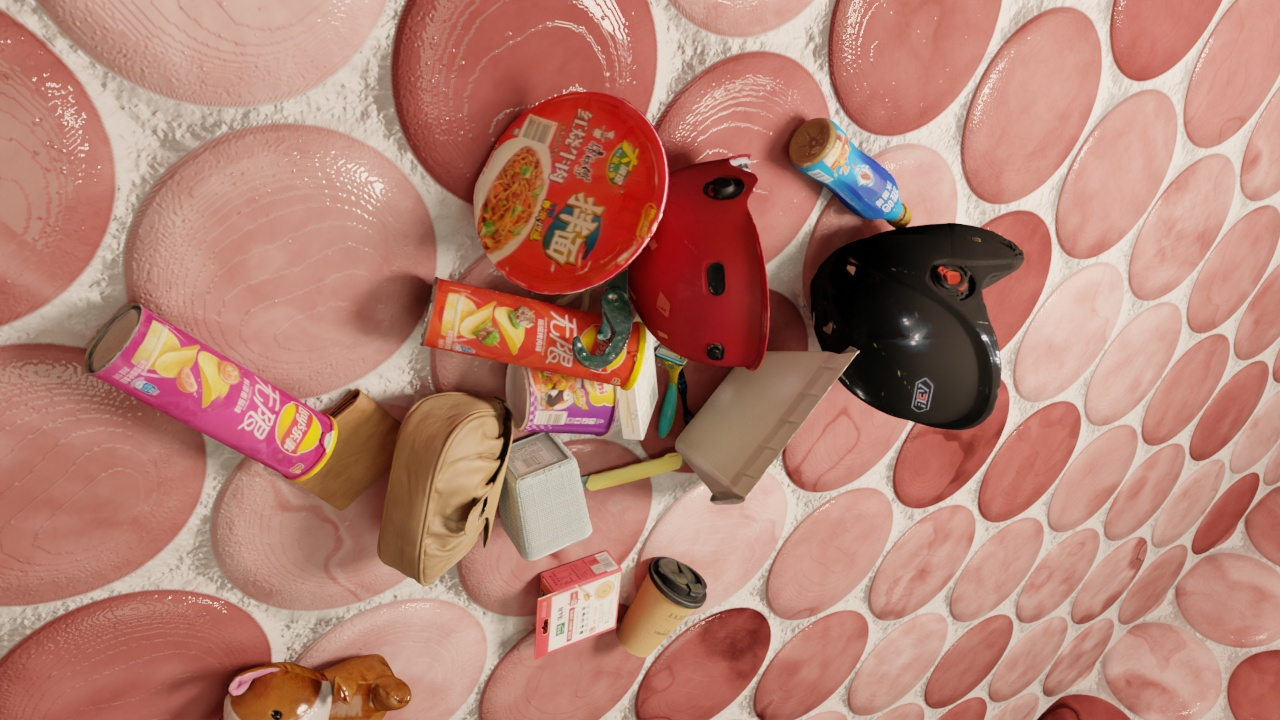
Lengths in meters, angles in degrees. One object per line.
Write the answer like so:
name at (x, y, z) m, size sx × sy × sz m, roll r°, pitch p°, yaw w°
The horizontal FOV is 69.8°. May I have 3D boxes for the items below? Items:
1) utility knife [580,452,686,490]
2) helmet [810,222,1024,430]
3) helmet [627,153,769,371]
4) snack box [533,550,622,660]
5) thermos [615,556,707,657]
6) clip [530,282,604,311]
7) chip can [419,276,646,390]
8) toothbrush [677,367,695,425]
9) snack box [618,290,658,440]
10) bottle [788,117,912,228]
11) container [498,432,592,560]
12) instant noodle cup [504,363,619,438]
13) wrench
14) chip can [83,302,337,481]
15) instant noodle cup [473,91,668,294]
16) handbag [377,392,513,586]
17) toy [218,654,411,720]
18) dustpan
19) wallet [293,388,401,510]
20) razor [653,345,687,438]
utility knife at (-0.021, 0.145, 1.169) m, size 0.196 × 0.020 × 0.031 m, roll -13°, pitch 121°, yaw -29°
helmet at (0.335, -0.040, 1.133) m, size 0.230 × 0.274 × 0.234 m, roll -2°, pitch 134°, yaw -2°
helmet at (0.053, -0.093, 0.938) m, size 0.144 × 0.239 × 0.207 m, roll -2°, pitch 123°, yaw 2°
snack box at (-0.092, 0.324, 1.218) m, size 0.126 × 0.044 × 0.113 m, roll -13°, pitch 125°, yaw -30°
thermos at (0.027, 0.347, 1.292) m, size 0.093 × 0.093 × 0.143 m, roll 15°, pitch 116°, yaw -40°
clip at (-0.076, -0.081, 0.983) m, size 0.103 × 0.092 × 0.035 m, roll -60°, pitch 144°, yaw -39°
chip can at (-0.104, -0.027, 0.909) m, size 0.216 × 0.073 × 0.073 m, roll 13°, pitch 112°, yaw -15°
toothbrush at (0.051, 0.020, 1.141) m, size 0.014 × 0.016 × 0.190 m, roll -32°, pitch 131°, yaw -22°
snack box at (-0.006, 0.006, 1.049) m, size 0.027 × 0.084 × 0.157 m, roll 3°, pitch 127°, yaw 15°
bottle at (0.263, -0.215, 1.102) m, size 0.218 × 0.065 × 0.065 m, roll 23°, pitch 103°, yaw -42°
container at (-0.117, 0.151, 1.060) m, size 0.090 × 0.090 × 0.112 m, roll -20°, pitch 124°, yaw -22°
instant noodle cup at (-0.089, 0.032, 0.995) m, size 0.099 × 0.111 × 0.112 m, roll -2°, pitch 120°, yaw -23°
wrench at (-0.028, -0.125, 0.896) m, size 0.056 × 0.016 × 0.273 m, roll 7°, pitch 83°, yaw -15°
chip can at (-0.373, 0.034, 0.813) m, size 0.071 × 0.071 × 0.210 m, roll -47°, pitch 134°, yaw 0°
instant noodle cup at (-0.057, -0.149, 0.856) m, size 0.194 × 0.194 × 0.065 m, roll -53°, pitch 158°, yaw 5°
handbag at (-0.197, 0.134, 0.967) m, size 0.147 × 0.100 × 0.205 m, roll -32°, pitch 142°, yaw -59°
toy at (-0.370, 0.392, 1.023) m, size 0.199 × 0.130 × 0.140 m, roll 17°, pitch 113°, yaw -31°
dustpan at (0.163, 0.096, 1.139) m, size 0.142 × 0.258 × 0.222 m, roll 45°, pitch 77°, yaw -25°
wallet at (-0.298, 0.094, 0.942) m, size 0.115 × 0.020 × 0.101 m, roll -40°, pitch 134°, yaw -2°
razor at (0.034, 0.042, 1.134) m, size 0.028 × 0.043 × 0.133 m, roll -46°, pitch 149°, yaw -48°
